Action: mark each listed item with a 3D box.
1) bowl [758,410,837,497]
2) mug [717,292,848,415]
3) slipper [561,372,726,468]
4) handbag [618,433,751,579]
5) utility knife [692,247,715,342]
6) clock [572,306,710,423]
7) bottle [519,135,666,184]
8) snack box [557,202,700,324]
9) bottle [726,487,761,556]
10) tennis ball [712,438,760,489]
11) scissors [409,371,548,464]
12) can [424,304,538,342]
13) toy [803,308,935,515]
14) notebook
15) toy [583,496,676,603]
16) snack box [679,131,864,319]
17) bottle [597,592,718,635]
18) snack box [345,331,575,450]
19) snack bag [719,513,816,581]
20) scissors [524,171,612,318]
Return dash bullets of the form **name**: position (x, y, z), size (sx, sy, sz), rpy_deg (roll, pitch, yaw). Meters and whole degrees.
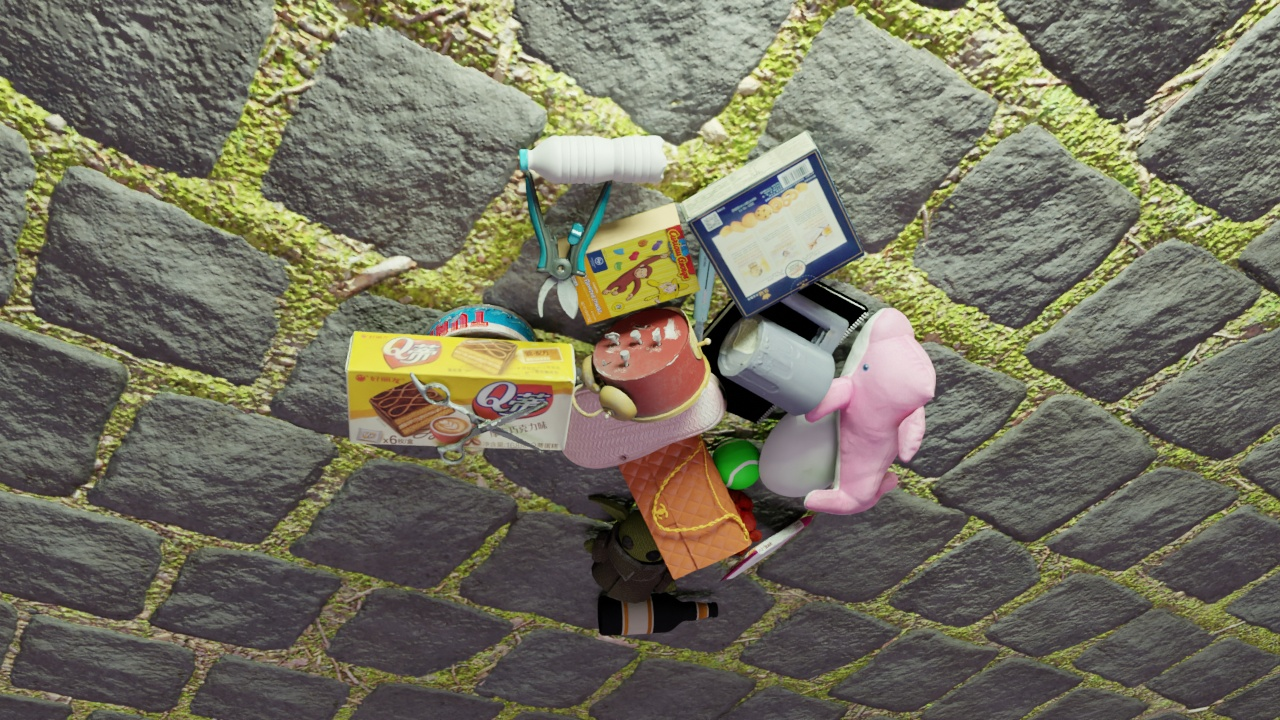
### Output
- **bowl**: position (0.223, 0.118, 1.155), size (0.149, 0.043, 0.150), rpy_deg (-16, 126, -23)
- **mug**: position (0.161, -0.013, 1.024), size (0.104, 0.084, 0.124), rpy_deg (27, 99, -25)
- **slipper**: position (-0.005, 0.061, 1.082), size (0.222, 0.055, 0.107), rpy_deg (-16, 106, 20)
- **handbag**: position (0.055, 0.172, 1.144), size (0.109, 0.060, 0.172), rpy_deg (-25, 95, 10)
- **utility knife**: position (0.068, -0.062, 1.015), size (0.022, 0.015, 0.166), rpy_deg (-4, 131, -10)
- **clock**: position (-0.006, 0.006, 0.995), size (0.158, 0.117, 0.081), rpy_deg (-32, 129, -7)
- **bottle**: position (-0.045, -0.189, 0.864), size (0.136, 0.044, 0.044), rpy_deg (-2, 133, -8)
- **snack box**: position (-0.011, -0.099, 0.954), size (0.126, 0.040, 0.088), rpy_deg (-16, 133, 6)
- **bottle**: position (0.108, 0.203, 1.221), size (0.111, 0.098, 0.099), rpy_deg (31, 123, -8)
- **tennis ball**: position (0.123, 0.132, 1.172), size (0.065, 0.065, 0.065), rpy_deg (-5, 133, -5)
- **scissors**: position (-0.173, 0.062, 0.947), size (0.175, 0.014, 0.142), rpy_deg (35, 122, -30)
- **can**: position (-0.177, 0.001, 1.018), size (0.130, 0.044, 0.130), rpy_deg (-5, 133, -5)
- **toy**: position (0.284, 0.074, 1.073), size (0.186, 0.128, 0.266), rpy_deg (-6, 116, -32)
- **notebook**: position (0.145, -0.016, 1.074), size (0.149, 0.016, 0.207), rpy_deg (23, 125, -26)
- **toy**: position (-0.007, 0.267, 1.254), size (0.179, 0.078, 0.153), rpy_deg (26, 130, 2)
- **snack box**: position (0.136, -0.134, 0.934), size (0.144, 0.042, 0.145), rpy_deg (-28, 127, 10)
- **bottle**: position (0.028, 0.383, 1.393), size (0.181, 0.059, 0.059), rpy_deg (-1, 132, -9)
- **snack box**: position (-0.189, 0.034, 0.971), size (0.230, 0.061, 0.110), rpy_deg (3, 131, -11)
- **snack bag**: position (0.176, 0.253, 1.255), size (0.070, 0.016, 0.196), rpy_deg (-49, 160, 30)
- **scissors**: position (-0.080, -0.122, 0.899), size (0.124, 0.019, 0.155), rpy_deg (37, 96, -9)
